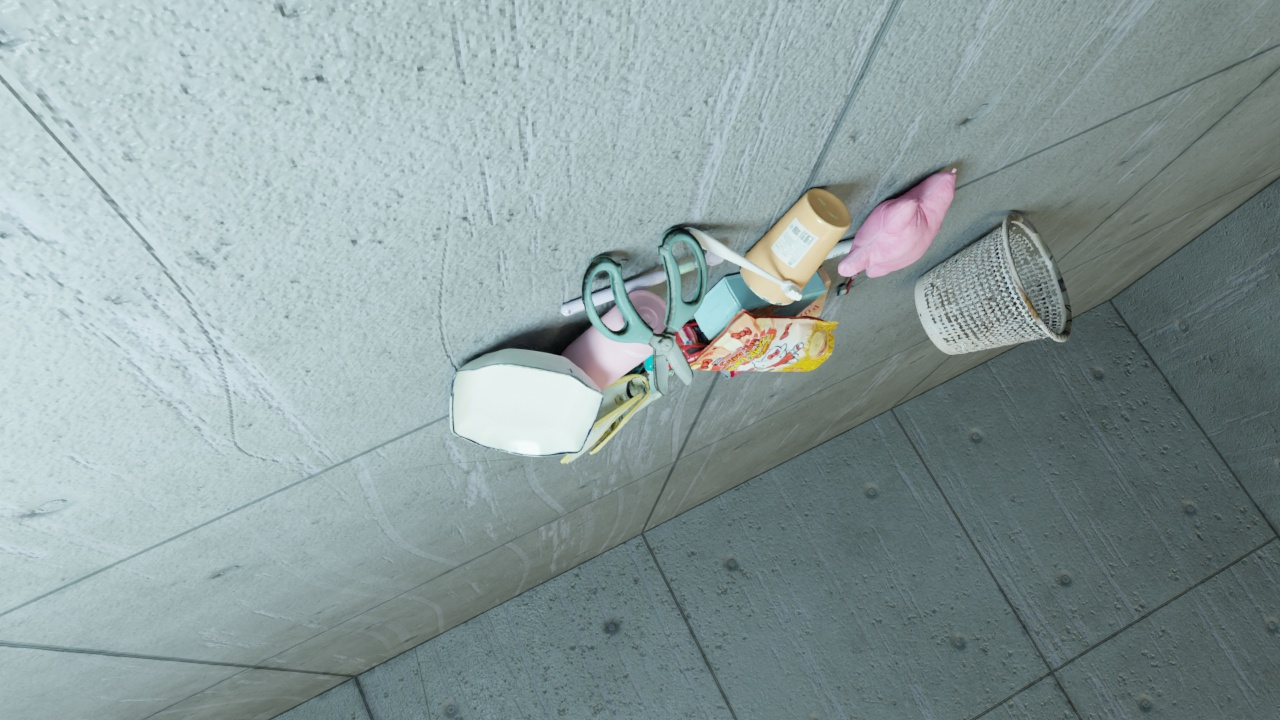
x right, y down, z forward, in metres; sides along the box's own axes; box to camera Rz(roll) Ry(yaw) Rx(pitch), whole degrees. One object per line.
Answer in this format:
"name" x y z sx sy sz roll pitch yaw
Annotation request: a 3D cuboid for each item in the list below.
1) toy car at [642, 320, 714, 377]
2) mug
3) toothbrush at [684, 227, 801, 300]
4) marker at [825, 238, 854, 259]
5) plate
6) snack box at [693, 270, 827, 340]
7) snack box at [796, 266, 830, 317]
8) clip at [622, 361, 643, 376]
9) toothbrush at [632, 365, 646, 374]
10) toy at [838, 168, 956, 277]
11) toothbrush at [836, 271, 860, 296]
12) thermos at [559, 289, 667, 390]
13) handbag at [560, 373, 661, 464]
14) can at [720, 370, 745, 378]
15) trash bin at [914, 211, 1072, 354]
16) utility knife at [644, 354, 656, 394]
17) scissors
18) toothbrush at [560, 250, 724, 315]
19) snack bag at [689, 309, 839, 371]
"toy car" 0.059 -0.020 1.194 0.120 0.053 0.045 -23 147 -4
"mug" 0.174 -0.128 1.017 0.078 0.078 0.123 -16 155 -37
"toothbrush" 0.109 -0.100 0.964 0.180 0.016 0.016 23 128 -37
"marker" 0.259 -0.147 1.196 0.130 0.018 0.023 -18 153 -33
"plate" -0.131 0.049 1.030 0.162 0.034 0.266 9 155 -7
"snack box" 0.154 -0.078 1.170 0.174 0.051 0.074 -14 159 -39
"snack box" 0.227 -0.080 1.331 0.084 0.026 0.157 -27 164 -2
"clip" -0.005 0.006 1.241 0.048 0.014 0.057 -16 162 -30
"toothbrush" 0.002 0.012 1.272 0.190 0.014 0.016 -34 147 22
"toy" 0.337 -0.170 1.159 0.179 0.074 0.194 -48 161 25
"toothbrush" 0.311 -0.131 1.335 0.017 0.016 0.188 -16 164 -5
"thermos" -0.050 -0.010 1.013 0.087 0.067 0.199 16 151 -28
"handbag" -0.033 0.073 1.266 0.178 0.063 0.164 -22 167 -27
"can" 0.151 -0.023 1.313 0.093 0.066 0.066 -26 164 -5
"trash bin" 0.583 -0.108 1.545 0.193 0.227 0.226 -25 170 40
"utility knife" 0.012 -0.015 1.122 0.029 0.013 0.209 -25 148 -12
"scissors" 0.028 -0.053 0.915 0.169 0.177 0.019 -42 -155 -10
"toothbrush" 0.003 -0.084 0.966 0.189 0.021 0.029 -22 125 -16
"snack bag" 0.155 -0.023 1.159 0.207 0.073 0.129 -2 154 -44
